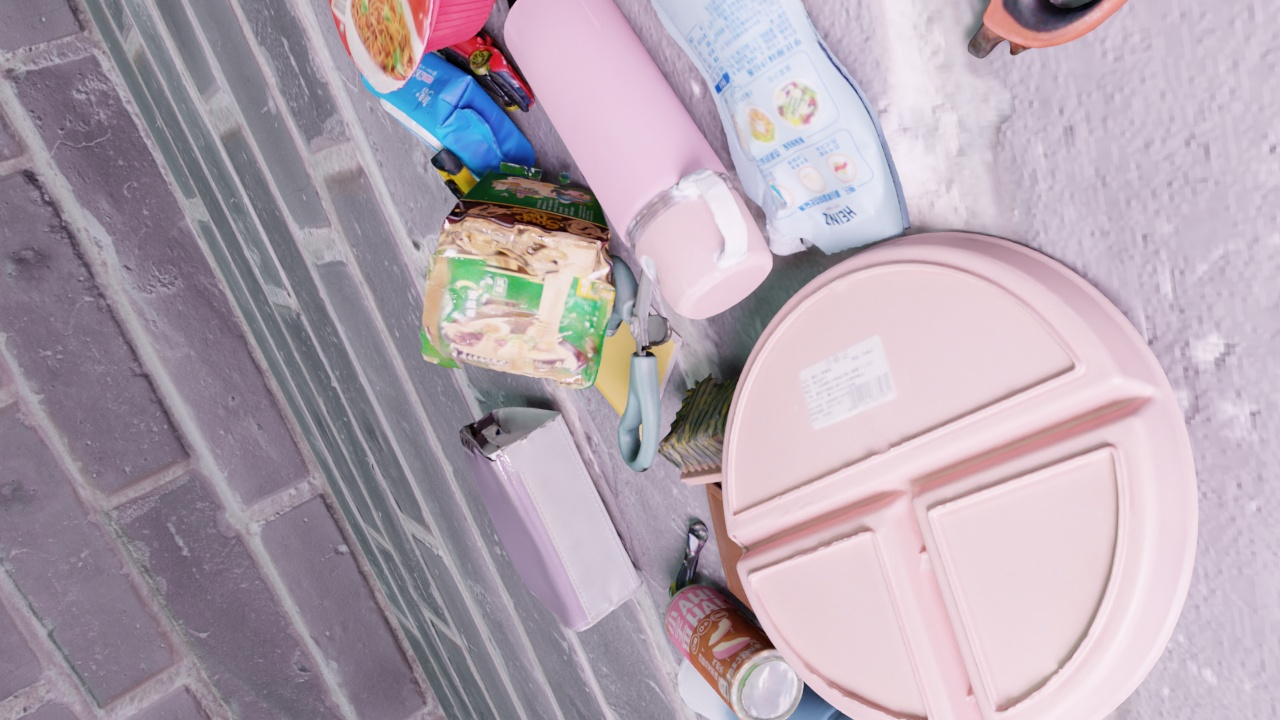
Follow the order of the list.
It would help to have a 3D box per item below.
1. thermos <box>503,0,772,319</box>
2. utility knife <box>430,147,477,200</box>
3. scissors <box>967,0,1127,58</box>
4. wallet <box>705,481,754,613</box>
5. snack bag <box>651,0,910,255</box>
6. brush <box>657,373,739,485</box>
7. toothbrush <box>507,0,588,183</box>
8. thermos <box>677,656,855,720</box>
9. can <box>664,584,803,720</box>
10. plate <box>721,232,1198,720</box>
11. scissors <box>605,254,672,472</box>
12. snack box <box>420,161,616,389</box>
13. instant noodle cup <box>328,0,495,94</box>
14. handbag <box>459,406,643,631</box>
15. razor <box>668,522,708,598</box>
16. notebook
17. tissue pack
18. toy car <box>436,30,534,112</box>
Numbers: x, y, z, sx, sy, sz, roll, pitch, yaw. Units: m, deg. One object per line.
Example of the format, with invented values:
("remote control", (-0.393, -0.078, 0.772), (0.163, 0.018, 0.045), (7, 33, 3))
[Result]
("thermos", (-0.002, -0.119, 0.483), (0.198, 0.067, 0.087), (61, 167, 19))
("utility knife", (-0.108, -0.101, 0.680), (0.033, 0.015, 0.154), (29, 165, 40))
("scissors", (0.152, -0.174, 0.253), (0.189, 0.015, 0.223), (60, 152, 2))
("wallet", (0.091, 0.145, 0.655), (0.101, 0.032, 0.125), (31, 141, 49))
("snack bag", (0.056, -0.136, 0.431), (0.191, 0.038, 0.110), (61, 151, -7))
("brush", (0.075, 0.044, 0.555), (0.073, 0.063, 0.146), (36, 156, -17))
("toothbrush", (-0.071, -0.205, 0.608), (0.189, 0.014, 0.018), (66, 163, -12))
("thermos", (0.113, 0.274, 0.705), (0.221, 0.070, 0.070), (0, 116, 59))
("can", (0.068, 0.223, 0.707), (0.058, 0.057, 0.147), (67, 166, -13))
("plate", (0.116, 0.056, 0.406), (0.230, 0.028, 0.229), (-6, 83, 51))
("scissors", (-0.003, 0.006, 0.591), (0.173, 0.019, 0.178), (-164, 69, -74))
("snack box", (-0.076, -0.062, 0.619), (0.105, 0.118, 0.118), (-87, 10, -54))
("instant noodle cup", (-0.143, -0.271, 0.577), (0.194, 0.065, 0.194), (22, 119, 49))
("handbag", (-0.092, 0.145, 0.894), (0.145, 0.098, 0.197), (4, 120, 57))
("razor", (0.042, 0.182, 0.784), (0.042, 0.022, 0.143), (42, 148, 29))
("notebook", (-0.048, -0.047, 0.726), (0.206, 0.010, 0.146), (49, 152, 21))
("tissue pack", (-0.146, -0.183, 0.679), (0.157, 0.052, 0.095), (39, 178, 36))
("toy car", (-0.110, -0.209, 0.643), (0.106, 0.031, 0.049), (42, -179, 35))
